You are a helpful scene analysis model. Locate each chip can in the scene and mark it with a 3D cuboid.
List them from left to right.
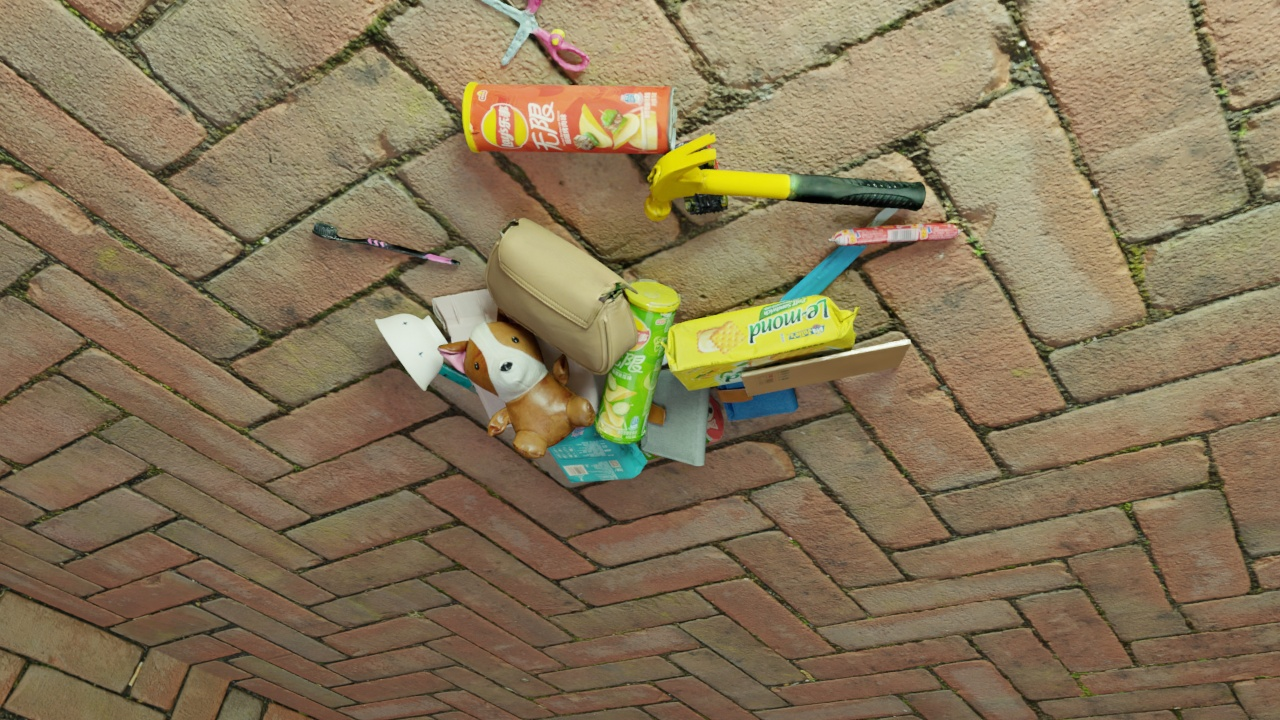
[{"bbox_3d":[-0.071,-0.249,0.949,0.217,0.073,0.073,4,141,6],"label":"chip can"},{"bbox_3d":[-0.007,0.007,1.194,0.072,0.072,0.222,12,119,-4],"label":"chip can"},{"bbox_3d":[0.010,0.117,1.386,0.237,0.072,0.072,-21,133,32],"label":"chip can"}]

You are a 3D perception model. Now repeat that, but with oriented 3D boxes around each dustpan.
[{"bbox_3d":[-0.140,-0.009,1.309,0.223,0.138,0.274,-5,111,18],"label":"dustpan"}]

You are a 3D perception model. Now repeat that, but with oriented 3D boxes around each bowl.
[{"bbox_3d":[-0.304,-0.024,1.264,0.064,0.118,0.118,-34,137,-8],"label":"bowl"}]

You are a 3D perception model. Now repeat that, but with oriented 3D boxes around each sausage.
[{"bbox_3d":[0.288,-0.143,1.039,0.156,0.020,0.020,-4,141,-1],"label":"sausage"}]

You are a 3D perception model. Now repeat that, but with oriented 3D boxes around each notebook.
[{"bbox_3d":[0.236,0.012,1.184,0.208,0.008,0.148,-12,166,8],"label":"notebook"}]

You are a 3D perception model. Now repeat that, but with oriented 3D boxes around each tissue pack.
[{"bbox_3d":[-0.066,0.131,1.343,0.134,0.050,0.093,-7,131,29],"label":"tissue pack"}]

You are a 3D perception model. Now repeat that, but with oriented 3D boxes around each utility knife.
[{"bbox_3d":[-0.257,0.037,1.381,0.176,0.013,0.029,31,136,-25],"label":"utility knife"},{"bbox_3d":[0.238,-0.121,1.092,0.034,0.018,0.219,13,142,-26],"label":"utility knife"}]

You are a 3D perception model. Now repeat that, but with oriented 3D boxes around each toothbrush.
[{"bbox_3d":[-0.323,-0.147,1.168,0.189,0.014,0.018,12,129,-6],"label":"toothbrush"}]

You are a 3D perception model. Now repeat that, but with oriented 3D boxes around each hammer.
[{"bbox_3d":[0.157,-0.184,0.972,0.300,0.032,0.129,2,159,-11],"label":"hammer"}]

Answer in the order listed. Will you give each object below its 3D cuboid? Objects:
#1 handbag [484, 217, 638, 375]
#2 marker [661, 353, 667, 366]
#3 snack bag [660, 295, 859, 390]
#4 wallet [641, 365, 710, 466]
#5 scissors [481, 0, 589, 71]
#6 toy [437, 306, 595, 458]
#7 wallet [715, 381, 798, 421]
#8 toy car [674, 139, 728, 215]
[{"bbox_3d":[-0.091,-0.082,1.107,0.204,0.099,0.148,35,149,15],"label":"handbag"},{"bbox_3d":[0.027,0.000,1.266,0.131,0.022,0.018,-26,92,22],"label":"marker"},{"bbox_3d":[0.149,-0.022,1.147,0.247,0.068,0.158,-10,168,10],"label":"snack bag"},{"bbox_3d":[0.045,0.076,1.289,0.107,0.036,0.130,11,108,28],"label":"wallet"},{"bbox_3d":[-0.104,-0.333,0.899,0.133,0.017,0.134,26,142,-15],"label":"scissors"},{"bbox_3d":[-0.159,0.028,1.188,0.199,0.140,0.130,56,174,-2],"label":"toy"},{"bbox_3d":[0.159,0.032,1.283,0.106,0.040,0.133,-8,137,14],"label":"wallet"},{"bbox_3d":[0.065,-0.203,1.011,0.049,0.031,0.106,-7,144,17],"label":"toy car"}]
